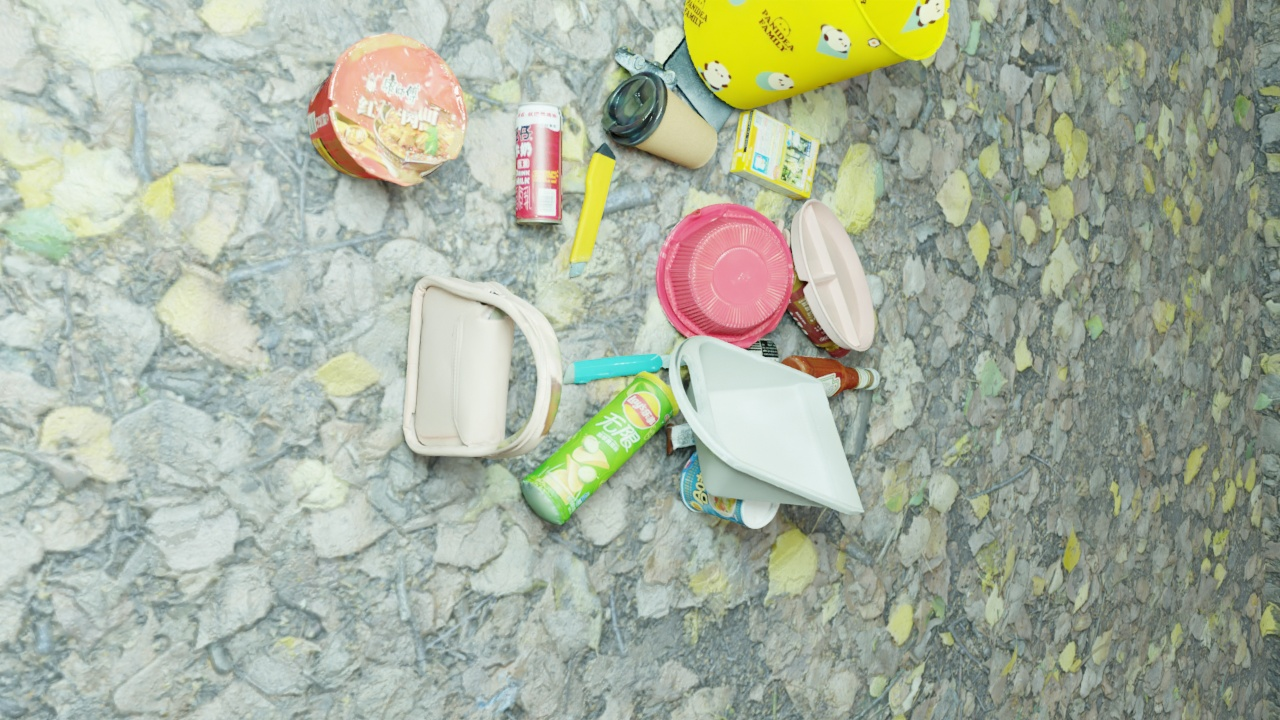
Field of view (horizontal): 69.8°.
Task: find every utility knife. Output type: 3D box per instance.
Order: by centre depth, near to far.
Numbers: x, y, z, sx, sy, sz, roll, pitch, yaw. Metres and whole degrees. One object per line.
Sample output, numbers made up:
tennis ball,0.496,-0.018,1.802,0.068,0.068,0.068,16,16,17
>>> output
utility knife,-0.062,-0.181,1.114,0.033,0.015,0.171,17,85,-32
utility knife,-0.007,0.007,1.174,0.217,0.013,0.029,-6,96,-35

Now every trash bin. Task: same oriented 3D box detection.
trash bin,0.207,-0.438,1.130,0.229,0.256,0.229,8,78,-41

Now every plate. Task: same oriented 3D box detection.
plate,0.276,-0.120,1.319,0.229,0.028,0.229,32,47,-44

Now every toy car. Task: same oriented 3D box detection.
toy car,0.005,-0.359,1.136,0.090,0.043,0.034,13,119,-42

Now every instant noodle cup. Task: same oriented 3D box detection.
instant noodle cup,-0.256,-0.239,0.898,0.137,0.109,0.138,-4,97,-38
instant noodle cup,0.120,-0.108,1.186,0.193,0.066,0.194,-1,95,-14
instant noodle cup,0.123,0.174,1.221,0.099,0.110,0.099,-12,110,-36

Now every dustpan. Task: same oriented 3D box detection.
dustpan,0.153,0.067,1.148,0.257,0.222,0.143,0,140,-11

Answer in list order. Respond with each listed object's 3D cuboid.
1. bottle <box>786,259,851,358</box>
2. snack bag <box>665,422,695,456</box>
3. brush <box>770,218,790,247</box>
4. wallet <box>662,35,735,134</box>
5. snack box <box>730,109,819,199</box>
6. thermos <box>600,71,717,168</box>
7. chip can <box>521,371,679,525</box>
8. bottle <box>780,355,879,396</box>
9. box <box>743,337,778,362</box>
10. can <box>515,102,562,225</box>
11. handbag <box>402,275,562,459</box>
bottle,0.252,-0.071,1.341,0.175,0.058,0.057,46,67,-31
snack bag,0.072,0.097,1.235,0.104,0.026,0.048,-12,112,-36
brush,0.162,-0.122,1.263,0.073,0.063,0.145,17,84,-28
wallet,0.089,-0.375,1.214,0.121,0.019,0.097,45,68,-29
snack box,0.191,-0.288,1.291,0.140,0.034,0.087,12,86,-36
thermos,0.028,-0.291,1.134,0.143,0.093,0.093,18,83,-46
chip can,-0.048,0.106,1.113,0.220,0.073,0.072,-42,117,-27
bottle,0.288,0.025,1.378,0.205,0.060,0.060,3,92,-42
box,0.168,0.050,1.293,0.068,0.051,0.164,-5,96,-52
can,-0.115,-0.222,1.044,0.053,0.053,0.133,-3,95,-38
handbag,-0.151,0.013,0.921,0.093,0.235,0.193,1,93,-36
